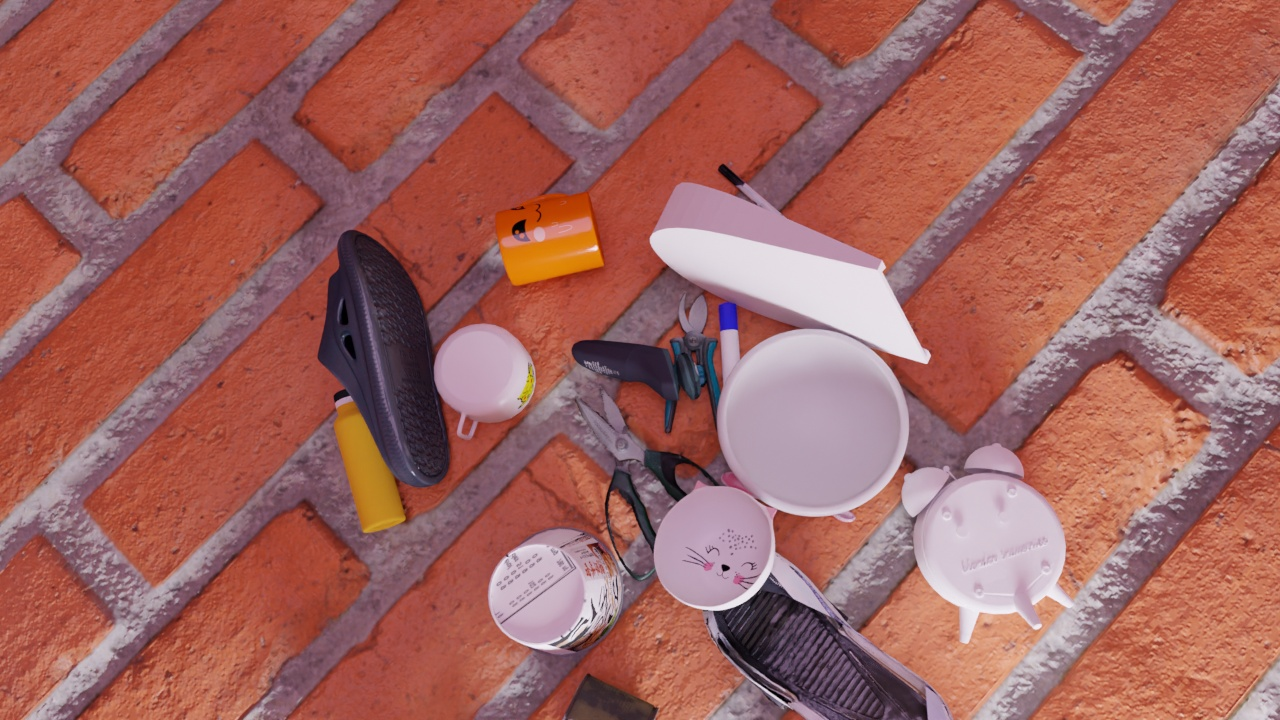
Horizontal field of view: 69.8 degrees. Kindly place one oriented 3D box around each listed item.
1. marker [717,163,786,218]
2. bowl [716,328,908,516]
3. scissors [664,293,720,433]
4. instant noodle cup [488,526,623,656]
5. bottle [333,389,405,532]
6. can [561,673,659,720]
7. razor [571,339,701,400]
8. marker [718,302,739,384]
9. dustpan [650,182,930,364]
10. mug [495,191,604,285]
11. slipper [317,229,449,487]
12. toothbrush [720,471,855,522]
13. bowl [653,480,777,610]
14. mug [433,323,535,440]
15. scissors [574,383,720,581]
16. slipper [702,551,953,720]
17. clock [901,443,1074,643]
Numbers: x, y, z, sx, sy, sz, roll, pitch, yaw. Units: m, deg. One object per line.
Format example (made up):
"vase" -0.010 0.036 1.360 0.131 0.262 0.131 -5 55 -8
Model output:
"marker" 0.138 -0.155 0.961 0.011 0.011 0.152 -45 77 -6
"bowl" 0.162 0.062 0.880 0.176 0.066 0.176 -1 77 5
"scissors" 0.054 0.011 0.927 0.126 0.019 0.154 -40 75 -6
"instant noodle cup" -0.083 0.212 0.840 0.124 0.122 0.123 -1 77 5
"bottle" -0.277 0.098 0.925 0.043 0.043 0.143 -20 76 0
"can" -0.035 0.339 0.824 0.074 0.090 0.089 23 80 10
"razor" -0.005 0.005 0.912 0.143 0.047 0.052 12 52 23
"marker" 0.092 0.012 0.922 0.020 0.020 0.141 -3 77 4
"dustpan" 0.132 -0.091 0.845 0.258 0.191 0.053 19 78 34
"mug" -0.094 -0.137 0.952 0.096 0.078 0.112 -13 45 2
"slipper" -0.265 0.004 0.924 0.083 0.110 0.268 -19 81 17
"toothbrush" 0.143 0.133 0.892 0.135 0.016 0.021 16 78 8
"bowl" 0.074 0.179 0.848 0.115 0.050 0.114 -13 55 20
"mug" -0.158 0.024 0.918 0.094 0.068 0.115 16 79 9
"scissors" -0.018 0.122 0.911 0.209 0.015 0.137 44 86 12
"slipper" 0.159 0.271 0.829 0.264 0.063 0.111 34 82 34
"clock" 0.318 0.164 0.839 0.125 0.073 0.161 -19 76 1
